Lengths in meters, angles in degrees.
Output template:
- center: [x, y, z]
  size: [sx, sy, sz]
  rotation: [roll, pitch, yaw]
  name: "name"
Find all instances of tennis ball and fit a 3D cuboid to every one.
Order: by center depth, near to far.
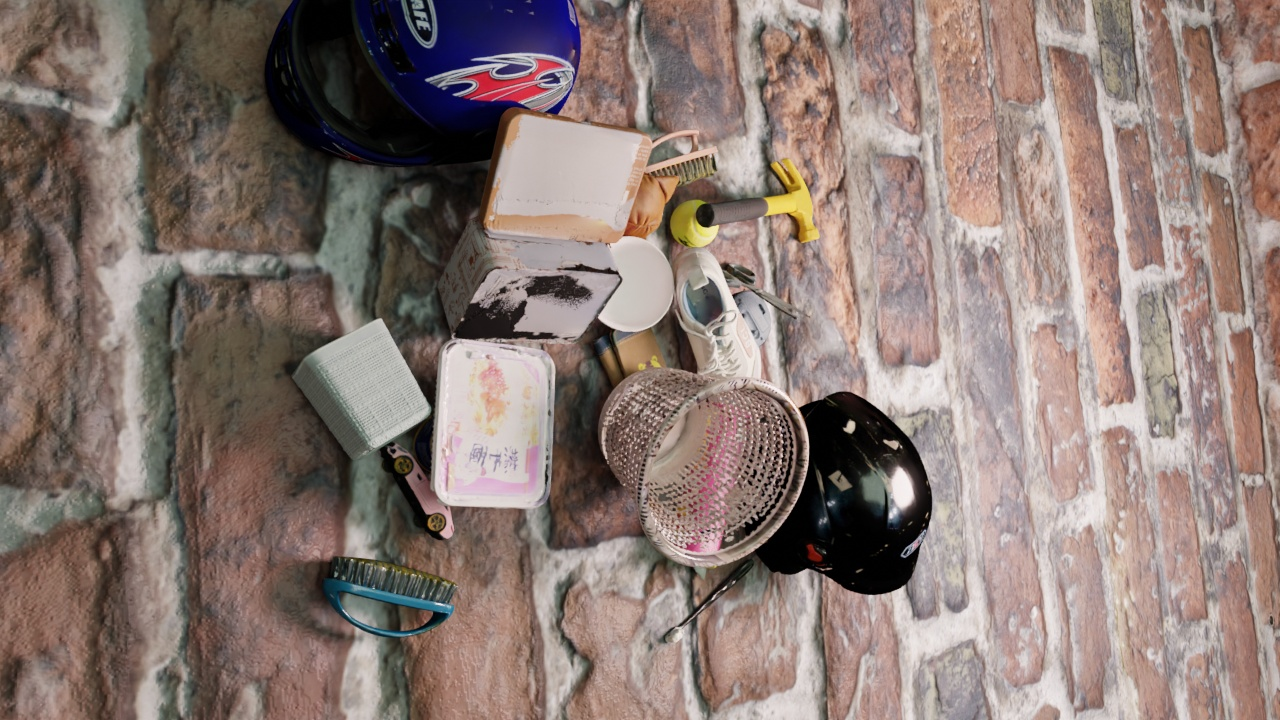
- center: [0.073, -0.186, 1.251]
  size: [0.065, 0.066, 0.065]
  rotation: [6, 80, -35]
  name: "tennis ball"

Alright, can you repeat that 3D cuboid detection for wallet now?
- center: [-0.007, 0.007, 1.189]
  size: [0.090, 0.033, 0.115]
  rotation: [-30, 104, -36]
  name: "wallet"

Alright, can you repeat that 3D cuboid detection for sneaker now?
- center: [0.105, -0.026, 1.193]
  size: [0.089, 0.090, 0.242]
  rotation: [-19, 116, 5]
  name: "sneaker"

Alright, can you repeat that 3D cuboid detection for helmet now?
- center: [-0.210, -0.332, 0.961]
  size: [0.314, 0.241, 0.247]
  rotation: [-20, 94, -35]
  name: "helmet"
- center: [0.279, 0.177, 1.249]
  size: [0.232, 0.231, 0.275]
  rotation: [-31, 63, -35]
  name: "helmet"

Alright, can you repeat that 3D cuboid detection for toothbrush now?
- center: [0.097, 0.320, 1.230]
  size: [0.180, 0.018, 0.015]
  rotation: [-34, 100, -36]
  name: "toothbrush"

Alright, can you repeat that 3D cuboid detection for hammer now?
- center: [0.169, -0.218, 1.299]
  size: [0.299, 0.033, 0.129]
  rotation: [-20, 95, -53]
  name: "hammer"

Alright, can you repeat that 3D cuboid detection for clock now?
- center: [0.128, -0.047, 1.278]
  size: [0.121, 0.055, 0.082]
  rotation: [-40, 108, -32]
  name: "clock"

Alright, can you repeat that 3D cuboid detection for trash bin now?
- center: [0.054, 0.103, 1.096]
  size: [0.227, 0.192, 0.228]
  rotation: [-9, 110, -27]
  name: "trash bin"

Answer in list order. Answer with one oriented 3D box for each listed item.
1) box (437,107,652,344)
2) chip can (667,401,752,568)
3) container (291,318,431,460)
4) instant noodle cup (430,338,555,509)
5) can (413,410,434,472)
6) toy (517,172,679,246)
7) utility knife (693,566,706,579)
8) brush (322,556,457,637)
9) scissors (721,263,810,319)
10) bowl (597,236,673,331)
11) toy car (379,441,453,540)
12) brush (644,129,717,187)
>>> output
- center: [-0.102, -0.139, 1.006]
  size: [0.178, 0.261, 0.105]
  rotation: [1, 52, -36]
  name: "box"
- center: [0.091, 0.163, 1.213]
  size: [0.071, 0.072, 0.210]
  rotation: [29, 67, -30]
  name: "chip can"
- center: [-0.281, 0.033, 0.938]
  size: [0.089, 0.090, 0.111]
  rotation: [-34, 93, -34]
  name: "container"
- center: [-0.165, 0.070, 0.985]
  size: [0.137, 0.060, 0.173]
  rotation: [8, 80, -35]
  name: "instant noodle cup"
- center: [-0.186, 0.070, 1.038]
  size: [0.147, 0.049, 0.074]
  rotation: [-41, 107, -33]
  name: "can"
- center: [-0.051, -0.202, 1.138]
  size: [0.199, 0.140, 0.130]
  rotation: [7, 42, -33]
  name: "toy"
- center: [0.092, 0.219, 1.242]
  size: [0.029, 0.013, 0.151]
  rotation: [28, 66, -33]
  name: "utility knife"
- center: [-0.261, 0.250, 0.955]
  size: [0.143, 0.055, 0.073]
  rotation: [22, 70, -32]
  name: "brush"
- center: [0.163, -0.098, 1.258]
  size: [0.155, 0.168, 0.014]
  rotation: [-59, 161, -63]
  name: "scissors"
- center: [-0.023, -0.095, 1.162]
  size: [0.118, 0.065, 0.118]
  rotation: [0, 91, -19]
  name: "bowl"
- center: [-0.238, 0.140, 0.988]
  size: [0.037, 0.056, 0.122]
  rotation: [-34, 103, -30]
  name: "toy car"
- center: [0.032, -0.265, 1.236]
  size: [0.145, 0.063, 0.073]
  rotation: [-23, 101, -34]
  name: "brush"
